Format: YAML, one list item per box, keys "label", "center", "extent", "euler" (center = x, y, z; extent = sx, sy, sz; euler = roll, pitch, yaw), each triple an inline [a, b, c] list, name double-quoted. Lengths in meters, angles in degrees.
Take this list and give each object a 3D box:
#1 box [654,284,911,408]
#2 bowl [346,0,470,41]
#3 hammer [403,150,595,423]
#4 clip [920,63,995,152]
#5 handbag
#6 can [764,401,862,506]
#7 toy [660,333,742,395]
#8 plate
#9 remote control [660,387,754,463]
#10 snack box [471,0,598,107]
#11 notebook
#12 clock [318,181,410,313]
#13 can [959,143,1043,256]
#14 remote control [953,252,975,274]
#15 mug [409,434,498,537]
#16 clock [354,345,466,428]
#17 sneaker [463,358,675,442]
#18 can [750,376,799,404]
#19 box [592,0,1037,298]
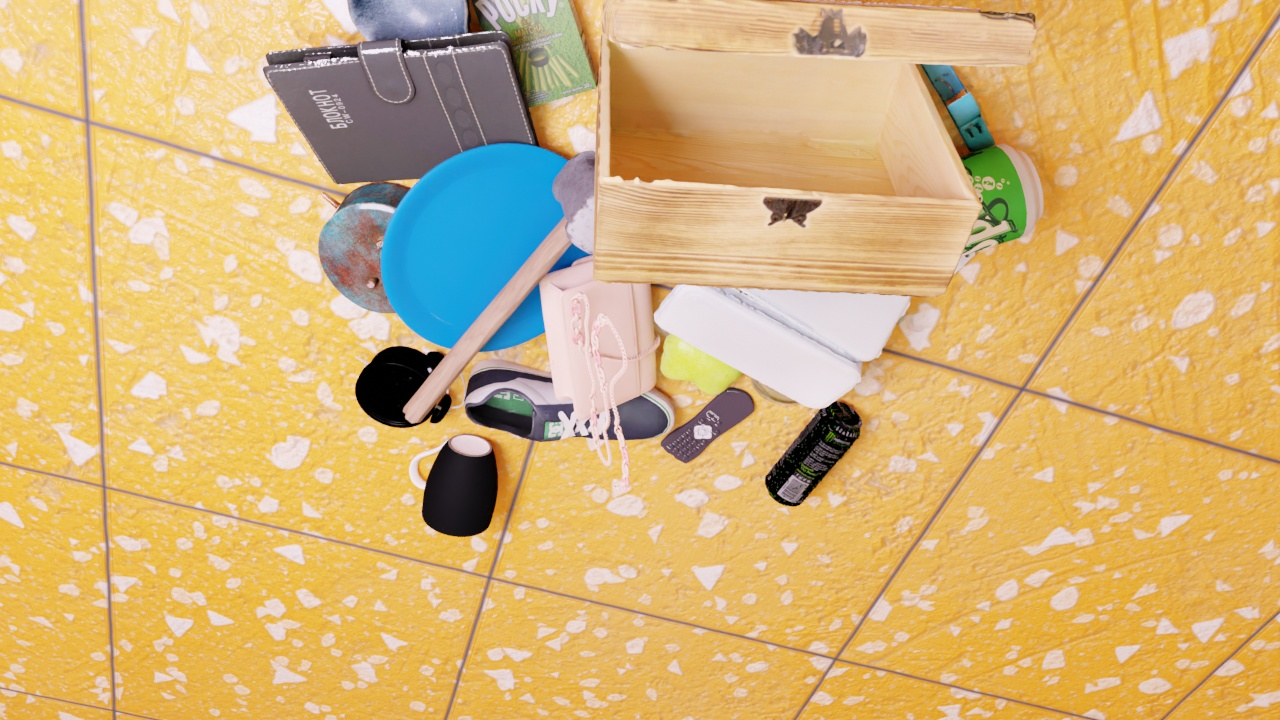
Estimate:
- label: "box"
  center: [0.138, -0.048, 0.894]
  extent: [0.210, 0.084, 0.186]
  euler: [31, 121, -12]
- label: "bowl"
  center: [-0.187, -0.304, 0.772]
  extent: [0.110, 0.055, 0.110]
  euler: [11, 144, 8]
- label: "hammer"
  center: [-0.126, -0.057, 0.875]
  extent: [0.052, 0.098, 0.329]
  euler: [30, 114, -33]
- label: "clip"
  center: [0.274, -0.237, 0.808]
  extent: [0.033, 0.120, 0.119]
  euler: [-34, 83, 22]
- label: "handbag"
  center: [-0.006, 0.005, 0.906]
  extent: [0.116, 0.187, 0.199]
  euler: [-20, 125, -24]
- label: "can"
  center: [0.196, 0.109, 1.048]
  extent: [0.054, 0.053, 0.138]
  euler: [24, 123, -13]
- label: "toy"
  center: [0.075, -0.019, 0.972]
  extent: [0.092, 0.046, 0.115]
  euler: [22, 116, -11]
- label: "plate"
  center: [-0.141, -0.108, 0.892]
  extent: [0.224, 0.024, 0.225]
  euler: [-16, 131, -20]
- label: "remote control"
  center: [0.079, 0.075, 1.057]
  extent: [0.046, 0.009, 0.125]
  euler: [38, 119, -21]
- label: "snack box"
  center: [-0.097, -0.300, 0.796]
  extent: [0.080, 0.025, 0.148]
  euler: [-12, 123, 11]
- label: "notebook"
  center: [-0.203, -0.219, 0.818]
  extent: [0.209, 0.029, 0.170]
  euler: [-5, 152, 4]
- label: "clock"
  center: [-0.236, -0.107, 0.909]
  extent: [0.157, 0.073, 0.121]
  euler: [8, 125, -4]
- label: "can"
  center: [0.285, -0.138, 0.841]
  extent: [0.140, 0.087, 0.088]
  euler: [-17, 123, 4]
- label: "remote control"
  center: [0.265, -0.127, 0.907]
  extent: [0.135, 0.011, 0.050]
  euler: [32, 120, -18]
- label: "mug"
  center: [-0.222, 0.135, 1.081]
  extent: [0.119, 0.084, 0.100]
  euler: [24, 114, 22]
- label: "clock"
  center: [-0.255, 0.029, 1.022]
  extent: [0.121, 0.042, 0.091]
  euler: [4, 125, 0]
- label: "sneaker"
  center: [-0.078, 0.061, 1.013]
  extent: [0.235, 0.079, 0.084]
  euler: [10, 124, -4]
- label: "can"
  center: [0.159, 0.002, 0.982]
  extent: [0.086, 0.043, 0.086]
  euler: [1, 125, 1]
- label: "box"
  center: [0.105, -0.213, 0.713]
  extent: [0.279, 0.258, 0.221]
  euler: [1, 134, -3]
